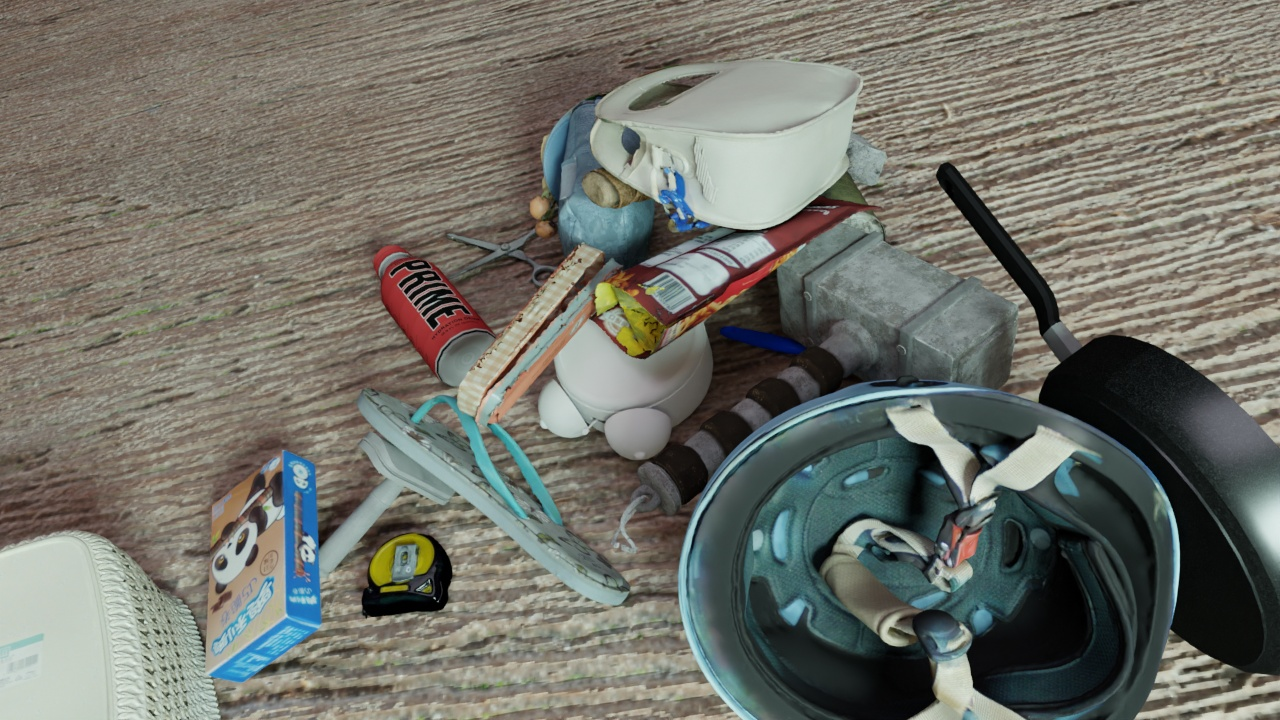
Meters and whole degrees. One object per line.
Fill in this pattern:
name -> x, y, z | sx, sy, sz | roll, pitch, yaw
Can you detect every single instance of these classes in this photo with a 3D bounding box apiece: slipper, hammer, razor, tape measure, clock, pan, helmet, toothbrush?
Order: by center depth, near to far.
helmet -> 0.149, 0.118, 0.533 | 0.265, 0.225, 0.167 | 6, 6, -4
pan -> 0.269, 0.021, 0.553 | 0.044, 0.204, 0.355 | -29, 68, 0
hammer -> 0.101, 0.027, 0.660 | 0.325, 0.080, 0.177 | -34, 46, -22
tape measure -> -0.172, 0.157, 0.680 | 0.062, 0.034, 0.061 | -9, 47, 5
slipper -> -0.103, 0.084, 0.688 | 0.269, 0.098, 0.055 | 34, 91, 25
razor -> -0.211, 0.119, 0.707 | 0.116, 0.088, 0.047 | -48, 54, -2
clock -> -0.005, 0.004, 0.757 | 0.125, 0.073, 0.160 | 16, 62, 24
toothbrush -> 0.150, -0.008, 0.757 | 0.183, 0.018, 0.016 | 14, 42, 23
hammer -> 0.085, -0.178, 0.827 | 0.317, 0.049, 0.121 | -19, 49, -35

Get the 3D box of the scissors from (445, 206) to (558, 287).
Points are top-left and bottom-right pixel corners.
scissors -> -0.119, -0.118, 0.917 | 0.141, 0.014, 0.174 | 35, 63, 30

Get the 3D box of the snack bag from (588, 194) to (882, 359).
snack bag -> 0.065, -0.083, 0.706 | 0.207, 0.067, 0.139 | -37, 26, -23

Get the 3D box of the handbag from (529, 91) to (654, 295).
handbag -> -0.045, -0.154, 0.864 | 0.119, 0.122, 0.191 | -3, 54, 9

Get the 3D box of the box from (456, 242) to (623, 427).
box -> -0.078, -0.025, 0.697 | 0.059, 0.056, 0.186 | -16, 29, 45

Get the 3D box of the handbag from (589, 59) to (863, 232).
handbag -> 0.061, -0.182, 0.744 | 0.200, 0.093, 0.200 | 24, 43, 30

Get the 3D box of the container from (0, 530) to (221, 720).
container -> -0.383, 0.233, 0.592 | 0.184, 0.143, 0.246 | -20, 47, -22

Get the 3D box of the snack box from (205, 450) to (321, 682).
snack box -> -0.284, 0.151, 0.690 | 0.087, 0.034, 0.151 | -36, 46, 17

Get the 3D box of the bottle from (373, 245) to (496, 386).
bottle -> -0.196, -0.050, 0.843 | 0.062, 0.062, 0.176 | -33, 51, -15

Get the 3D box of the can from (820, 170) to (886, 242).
can -> 0.157, -0.116, 0.800 | 0.090, 0.090, 0.074 | -16, 48, -1
